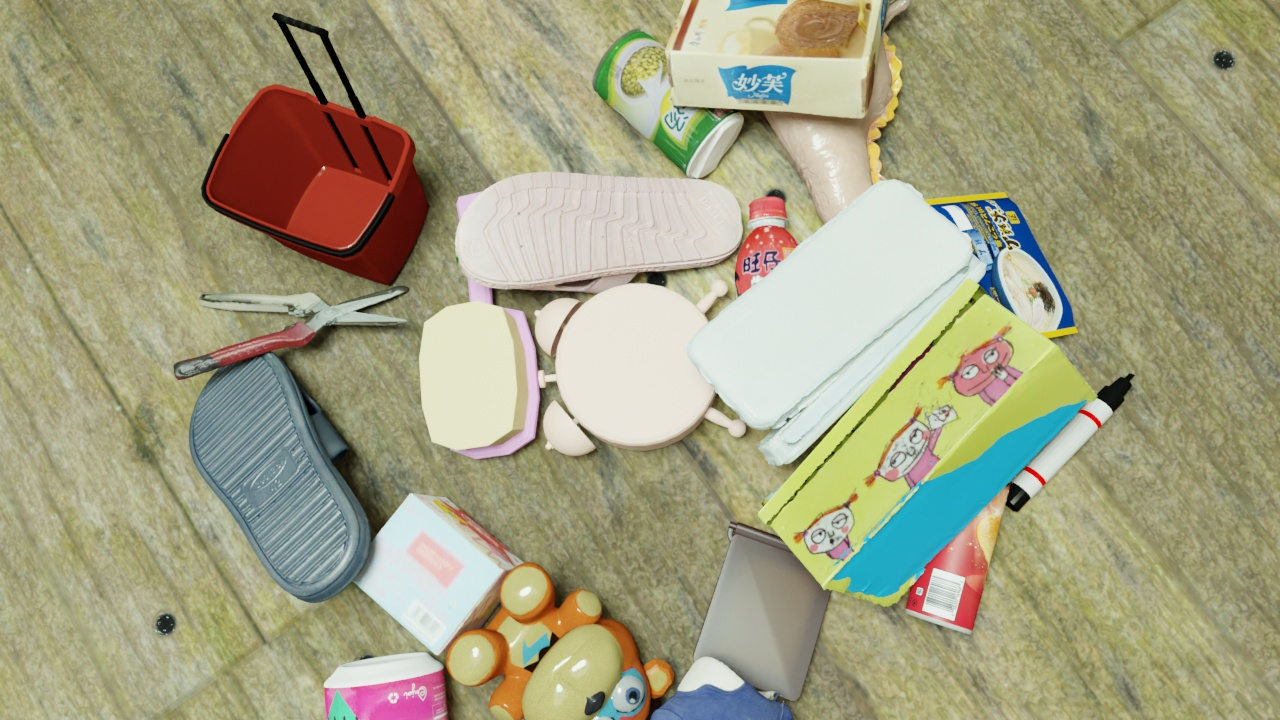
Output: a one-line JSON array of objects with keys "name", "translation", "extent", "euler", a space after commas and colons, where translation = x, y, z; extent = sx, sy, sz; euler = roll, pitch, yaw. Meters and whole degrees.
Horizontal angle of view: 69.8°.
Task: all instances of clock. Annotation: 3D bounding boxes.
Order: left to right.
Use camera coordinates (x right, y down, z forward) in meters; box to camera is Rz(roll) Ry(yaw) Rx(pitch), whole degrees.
[{"name": "clock", "translation": [-0.004, 0.004, 0.733], "extent": [0.160, 0.086, 0.131], "euler": [-8, 79, 10]}]

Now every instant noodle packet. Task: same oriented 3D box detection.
[{"name": "instant noodle packet", "translation": [0.286, -0.075, 0.730], "extent": [0.087, 0.026, 0.134], "euler": [-9, 68, -24]}]

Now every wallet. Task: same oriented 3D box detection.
[{"name": "wallet", "translation": [0.097, 0.195, 0.720], "extent": [0.091, 0.018, 0.115], "euler": [18, 78, 8]}]

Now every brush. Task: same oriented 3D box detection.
[{"name": "brush", "translation": [-0.137, -0.035, 0.759], "extent": [0.089, 0.043, 0.228], "euler": [-9, 78, 16]}]

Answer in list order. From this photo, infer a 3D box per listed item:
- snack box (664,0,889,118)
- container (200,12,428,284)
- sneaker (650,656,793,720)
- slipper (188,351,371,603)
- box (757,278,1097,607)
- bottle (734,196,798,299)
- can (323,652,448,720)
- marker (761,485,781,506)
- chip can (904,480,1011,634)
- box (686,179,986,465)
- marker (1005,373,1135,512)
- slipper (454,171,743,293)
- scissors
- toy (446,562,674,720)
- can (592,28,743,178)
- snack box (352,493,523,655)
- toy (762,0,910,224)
[{"name": "snack box", "translation": [0.119, -0.286, 0.737], "extent": [0.153, 0.055, 0.206], "euler": [8, 56, 16]}, {"name": "container", "translation": [-0.255, -0.151, 0.715], "extent": [0.148, 0.201, 0.127], "euler": [21, 76, 9]}, {"name": "sneaker", "translation": [0.091, 0.320, 0.669], "extent": [0.233, 0.092, 0.118], "euler": [43, 53, -9]}, {"name": "slipper", "translation": [-0.276, 0.094, 0.728], "extent": [0.101, 0.082, 0.263], "euler": [-41, 54, -5]}, {"name": "box", "translation": [0.200, 0.066, 0.646], "extent": [0.221, 0.124, 0.083], "euler": [-50, 48, 14]}, {"name": "bottle", "translation": [0.106, -0.063, 0.743], "extent": [0.062, 0.062, 0.137], "euler": [-3, 78, 4]}, {"name": "can", "translation": [-0.185, 0.308, 0.683], "extent": [0.088, 0.088, 0.165], "euler": [-8, 79, 3]}, {"name": "marker", "translation": [0.158, 0.075, 0.734], "extent": [0.146, 0.017, 0.017], "euler": [-38, 79, -3]}, {"name": "chip can", "translation": [0.256, 0.097, 0.705], "extent": [0.052, 0.052, 0.214], "euler": [17, 82, 8]}, {"name": "box", "translation": [0.151, -0.019, 0.681], "extent": [0.211, 0.106, 0.130], "euler": [-38, 70, -2]}, {"name": "marker", "translation": [0.338, 0.061, 0.721], "extent": [0.145, 0.019, 0.019], "euler": [-44, 79, -4]}, {"name": "slipper", "translation": [-0.035, -0.104, 0.763], "extent": [0.239, 0.064, 0.094], "euler": [-6, 76, -14]}, {"name": "scissors", "translation": [-0.303, -0.034, 0.775], "extent": [0.179, 0.015, 0.196], "euler": [27, 50, 33]}, {"name": "toy", "translation": [-0.053, 0.231, 0.683], "extent": [0.176, 0.096, 0.112], "euler": [41, 81, -24]}, {"name": "can", "translation": [0.023, -0.216, 0.775], "extent": [0.121, 0.067, 0.067], "euler": [44, 85, 11]}, {"name": "snack box", "translation": [-0.152, 0.161, 0.705], "extent": [0.093, 0.095, 0.079], "euler": [37, 84, 11]}, {"name": "toy", "translation": [0.194, -0.161, 0.755], "extent": [0.196, 0.065, 0.264], "euler": [-27, 82, -2]}]
